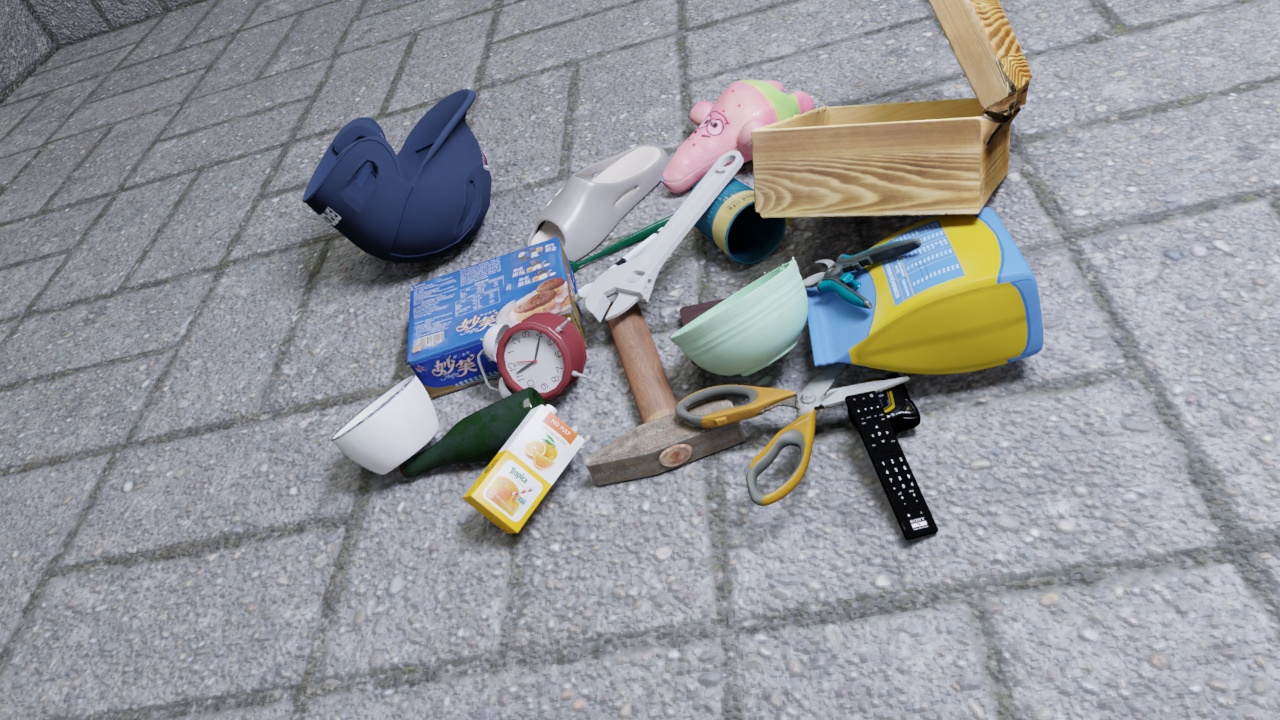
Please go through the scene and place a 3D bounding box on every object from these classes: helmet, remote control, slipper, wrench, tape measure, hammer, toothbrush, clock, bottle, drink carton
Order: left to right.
[{"bbox_3d":[-0.309,-0.263,1.288,0.272,0.223,0.232,-55,28,7],"label":"helmet"},{"bbox_3d":[-0.184,0.087,0.997,0.174,0.055,0.055,-24,40,10],"label":"bottle"},{"bbox_3d":[-0.114,0.106,0.920,0.122,0.058,0.040,-54,11,-22],"label":"drink carton"},{"bbox_3d":[-0.121,-0.001,1.026,0.138,0.096,0.048,-14,12,23],"label":"clock"},{"bbox_3d":[-0.063,-0.238,1.270,0.113,0.081,0.265,27,60,38],"label":"slipper"},{"bbox_3d":[-0.024,-0.157,1.216,0.189,0.016,0.017,-25,37,-4],"label":"toothbrush"},{"bbox_3d":[-0.022,-0.123,1.154,0.186,0.012,0.017,-42,9,-40],"label":"toothbrush"},{"bbox_3d":[-0.006,0.006,1.017,0.158,0.037,0.300,-21,40,1],"label":"hammer"},{"bbox_3d":[0.031,-0.152,1.091,0.087,0.018,0.272,17,64,48],"label":"wrench"},{"bbox_3d":[0.229,0.046,0.874,0.061,0.034,0.061,-14,39,5],"label":"tape measure"},{"bbox_3d":[0.220,0.090,0.808,0.030,0.009,0.140,-11,61,-13],"label":"remote control"}]

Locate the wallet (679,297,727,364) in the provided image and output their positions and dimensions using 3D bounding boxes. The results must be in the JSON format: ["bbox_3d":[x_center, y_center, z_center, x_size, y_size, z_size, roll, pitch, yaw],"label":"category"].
[{"bbox_3d":[0.106,-0.042,1.036,0.116,0.018,0.091,-15,41,5],"label":"wallet"}]

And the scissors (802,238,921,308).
[{"bbox_3d":[0.217,-0.090,0.912,0.125,0.019,0.153,-37,23,15],"label":"scissors"}]

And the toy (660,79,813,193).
[{"bbox_3d":[0.122,-0.315,1.268,0.236,0.097,0.192,-38,35,-7],"label":"toy"}]

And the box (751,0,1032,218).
[{"bbox_3d":[0.294,-0.330,0.973,0.284,0.324,0.278,6,20,26],"label":"box"}]

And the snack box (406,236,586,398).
[{"bbox_3d":[-0.179,-0.055,1.133,0.203,0.069,0.154,-19,41,4],"label":"snack box"}]

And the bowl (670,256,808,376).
[{"bbox_3d":[0.112,-0.033,0.939,0.151,0.077,0.151,-33,4,2],"label":"bowl"}]

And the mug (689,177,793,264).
[{"bbox_3d":[0.129,-0.179,1.133,0.113,0.083,0.107,-12,33,-23],"label":"mug"}]

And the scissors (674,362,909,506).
[{"bbox_3d":[0.144,0.054,0.860,0.225,0.016,0.216,-11,40,8],"label":"scissors"}]

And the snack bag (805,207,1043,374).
[{"bbox_3d":[0.267,-0.058,0.903,0.205,0.102,0.158,-14,30,14],"label":"snack bag"}]

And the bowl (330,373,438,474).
[{"bbox_3d":[-0.275,0.075,1.014,0.116,0.065,0.116,-35,12,9],"label":"bowl"}]
